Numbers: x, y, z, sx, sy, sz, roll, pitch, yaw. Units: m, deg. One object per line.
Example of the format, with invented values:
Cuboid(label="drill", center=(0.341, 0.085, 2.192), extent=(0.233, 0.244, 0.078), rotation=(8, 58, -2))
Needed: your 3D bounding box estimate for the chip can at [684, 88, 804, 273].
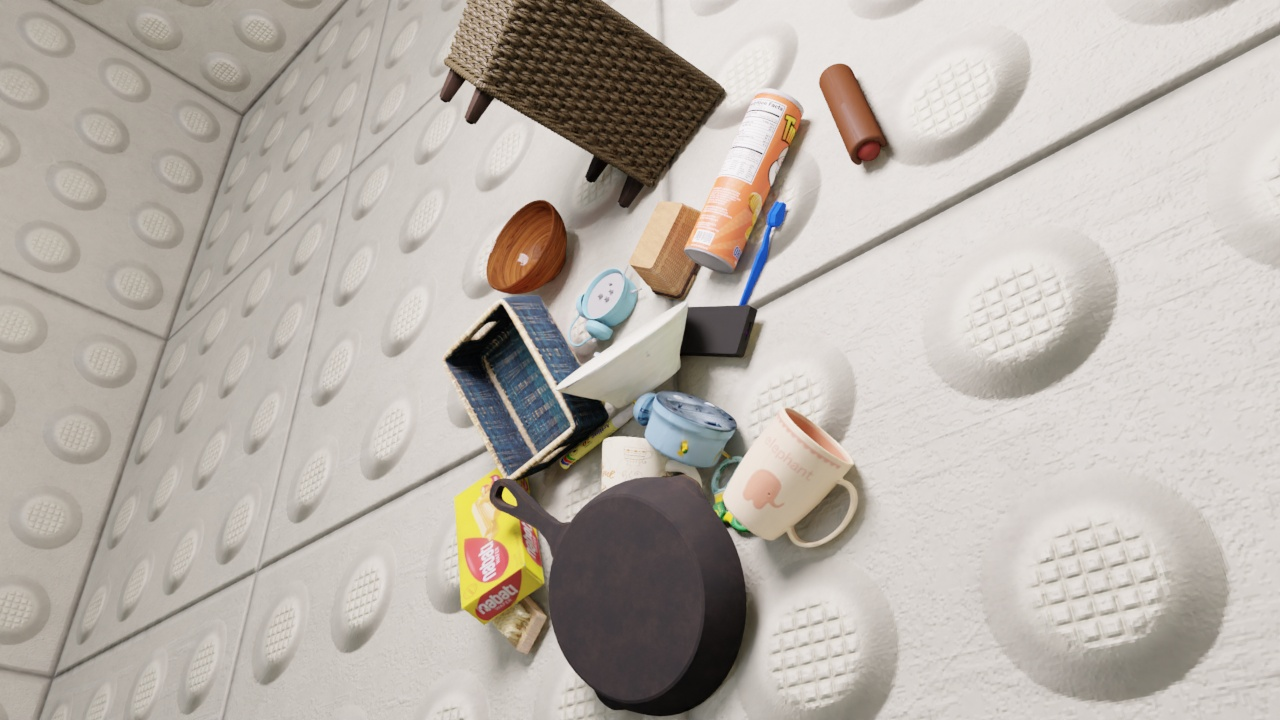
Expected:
Cuboid(label="chip can", center=(0.121, -0.209, 1.070), extent=(0.062, 0.062, 0.210), rotation=(15, 78, 52))

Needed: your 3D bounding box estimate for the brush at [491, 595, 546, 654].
Cuboid(label="brush", center=(-0.155, 0.292, 1.072), extent=(0.117, 0.039, 0.049), rotation=(24, 86, 56))

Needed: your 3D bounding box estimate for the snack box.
Cuboid(label="snack box", center=(-0.173, 0.213, 1.102), extent=(0.092, 0.042, 0.200), rotation=(-35, 33, 8))

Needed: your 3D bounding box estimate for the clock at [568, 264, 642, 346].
Cuboid(label="clock", center=(-0.054, -0.068, 1.192), extent=(0.123, 0.042, 0.087), rotation=(-45, 40, 15))

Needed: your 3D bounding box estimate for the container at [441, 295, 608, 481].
Cuboid(label="container", center=(-0.143, 0.033, 1.127), extent=(0.146, 0.071, 0.187), rotation=(-39, 75, 33))

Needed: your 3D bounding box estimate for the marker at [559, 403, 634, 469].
Cuboid(label="marker", center=(-0.048, 0.090, 1.104), extent=(0.133, 0.014, 0.014), rotation=(-39, 42, 25))

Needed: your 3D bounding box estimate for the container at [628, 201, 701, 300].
Cuboid(label="container", center=(0.038, -0.139, 1.119), extent=(0.063, 0.061, 0.114), rotation=(19, 81, 52))

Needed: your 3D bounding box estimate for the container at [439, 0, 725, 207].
Cuboid(label="container", center=(-0.090, -0.363, 1.215), extent=(0.205, 0.320, 0.176), rotation=(-59, 37, 12))

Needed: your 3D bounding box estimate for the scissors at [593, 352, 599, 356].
Cuboid(label="scissors", center=(-0.034, 0.019, 1.137), extent=(0.135, 0.015, 0.086), rotation=(-7, 63, 48))

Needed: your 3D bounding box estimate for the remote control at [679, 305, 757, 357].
Cuboid(label="remote control", center=(0.076, -0.033, 1.036), extent=(0.134, 0.013, 0.058), rotation=(4, 74, 54))

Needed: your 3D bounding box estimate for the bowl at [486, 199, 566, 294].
Cuboid(label="bowl", center=(-0.152, -0.153, 1.336), extent=(0.148, 0.069, 0.147), rotation=(-28, 46, 34))

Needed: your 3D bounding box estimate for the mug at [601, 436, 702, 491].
Cuboid(label="mug", center=(0.011, 0.138, 0.969), extent=(0.122, 0.081, 0.097), rotation=(-2, 71, 30))

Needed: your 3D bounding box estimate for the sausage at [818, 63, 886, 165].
Cuboid(label="sausage", center=(0.232, -0.272, 1.008), extent=(0.040, 0.040, 0.155), rotation=(-36, 42, 28))

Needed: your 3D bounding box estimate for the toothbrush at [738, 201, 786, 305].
Cuboid(label="toothbrush", center=(0.127, -0.094, 1.029), extent=(0.011, 0.016, 0.186), rotation=(10, 76, 51))

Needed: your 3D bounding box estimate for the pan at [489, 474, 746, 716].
Cuboid(label="pan", center=(-0.051, 0.205, 0.927), extent=(0.356, 0.043, 0.249), rotation=(26, 100, 39))

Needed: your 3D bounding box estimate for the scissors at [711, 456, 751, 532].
Cuboid(label="scissors", center=(0.077, 0.150, 0.926), extent=(0.129, 0.012, 0.119), rotation=(-28, 46, 33))

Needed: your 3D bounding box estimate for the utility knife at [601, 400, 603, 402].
Cuboid(label="utility knife", center=(-0.112, 0.065, 1.183), extent=(0.171, 0.028, 0.020), rotation=(-17, 48, 43))

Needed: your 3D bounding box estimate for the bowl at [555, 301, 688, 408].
Cuboid(label="bowl", center=(-0.006, 0.006, 1.025), extent=(0.177, 0.058, 0.176), rotation=(-33, 5, 3))

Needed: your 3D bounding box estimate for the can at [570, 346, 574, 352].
Cuboid(label="can", center=(-0.151, -0.009, 1.236), extent=(0.143, 0.074, 0.074), rotation=(19, 81, 52))

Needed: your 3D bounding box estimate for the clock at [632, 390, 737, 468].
Cuboid(label="clock", center=(0.044, 0.065, 0.956), extent=(0.124, 0.088, 0.052), rotation=(43, 118, 55))

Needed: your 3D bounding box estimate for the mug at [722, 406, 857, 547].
Cuboid(label="mug", center=(0.140, 0.116, 0.832), extent=(0.111, 0.085, 0.104), rotation=(44, 105, 21))
